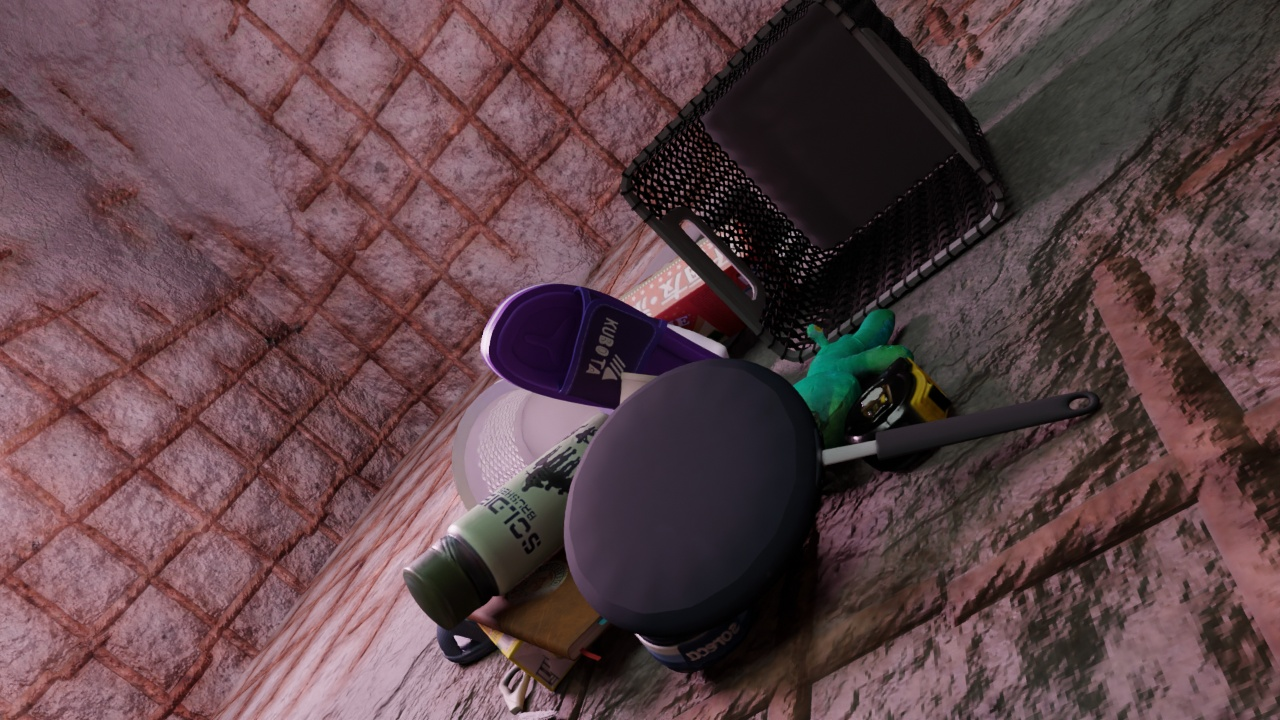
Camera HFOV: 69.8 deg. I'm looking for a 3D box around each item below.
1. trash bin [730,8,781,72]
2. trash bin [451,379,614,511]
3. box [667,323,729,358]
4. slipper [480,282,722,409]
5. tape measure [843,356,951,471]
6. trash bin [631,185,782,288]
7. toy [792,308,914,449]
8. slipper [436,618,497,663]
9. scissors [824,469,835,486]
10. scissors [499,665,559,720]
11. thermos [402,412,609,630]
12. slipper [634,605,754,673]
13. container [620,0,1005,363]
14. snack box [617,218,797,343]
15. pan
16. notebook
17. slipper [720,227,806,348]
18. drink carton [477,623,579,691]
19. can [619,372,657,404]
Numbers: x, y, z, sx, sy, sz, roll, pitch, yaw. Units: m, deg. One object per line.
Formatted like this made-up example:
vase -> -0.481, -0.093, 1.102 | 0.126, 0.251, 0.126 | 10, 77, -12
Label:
trash bin -> 0.217, -0.292, 1.053 | 0.164, 0.227, 0.164 | -45, 12, 12
trash bin -> -0.094, 0.095, 1.058 | 0.195, 0.195, 0.199 | -46, 2, 9
box -> 0.036, 0.044, 1.024 | 0.128, 0.137, 0.108 | 21, 61, 34
slipper -> -0.005, 0.005, 0.843 | 0.084, 0.266, 0.107 | 14, 84, 60
tape measure -> 0.169, 0.037, 0.608 | 0.071, 0.042, 0.072 | -42, 15, 8
trash bin -> 0.078, -0.125, 1.335 | 0.191, 0.097, 0.220 | -54, 12, -28
toy -> 0.142, 0.019, 0.707 | 0.131, 0.072, 0.192 | -44, 2, 44
slipper -> -0.160, 0.250, 0.991 | 0.264, 0.082, 0.101 | -35, 15, 44
scissors -> 0.095, 0.111, 0.680 | 0.125, 0.019, 0.156 | -48, 13, 18
scissors -> -0.116, 0.314, 0.793 | 0.162, 0.012, 0.158 | -45, 14, 13
thermos -> -0.102, 0.140, 0.813 | 0.230, 0.082, 0.082 | -37, 6, -28
slipper -> 0.006, 0.128, 0.682 | 0.105, 0.095, 0.253 | -36, 24, -6
container -> 0.172, -0.197, 0.880 | 0.246, 0.247, 0.242 | -40, 10, 32
snack box -> 0.051, -0.057, 1.056 | 0.237, 0.113, 0.060 | -34, 53, 20
pan -> 0.093, 0.064, 0.572 | 0.357, 0.021, 0.198 | -17, 51, 30
notebook -> -0.065, 0.177, 0.815 | 0.178, 0.014, 0.250 | -39, 23, -34
slipper -> 0.122, -0.088, 1.165 | 0.268, 0.055, 0.098 | -51, 10, -22
drink carton -> -0.112, 0.244, 0.828 | 0.043, 0.058, 0.135 | -50, 25, -14
can -> 0.043, 0.053, 0.752 | 0.128, 0.127, 0.073 | -176, 93, -75
